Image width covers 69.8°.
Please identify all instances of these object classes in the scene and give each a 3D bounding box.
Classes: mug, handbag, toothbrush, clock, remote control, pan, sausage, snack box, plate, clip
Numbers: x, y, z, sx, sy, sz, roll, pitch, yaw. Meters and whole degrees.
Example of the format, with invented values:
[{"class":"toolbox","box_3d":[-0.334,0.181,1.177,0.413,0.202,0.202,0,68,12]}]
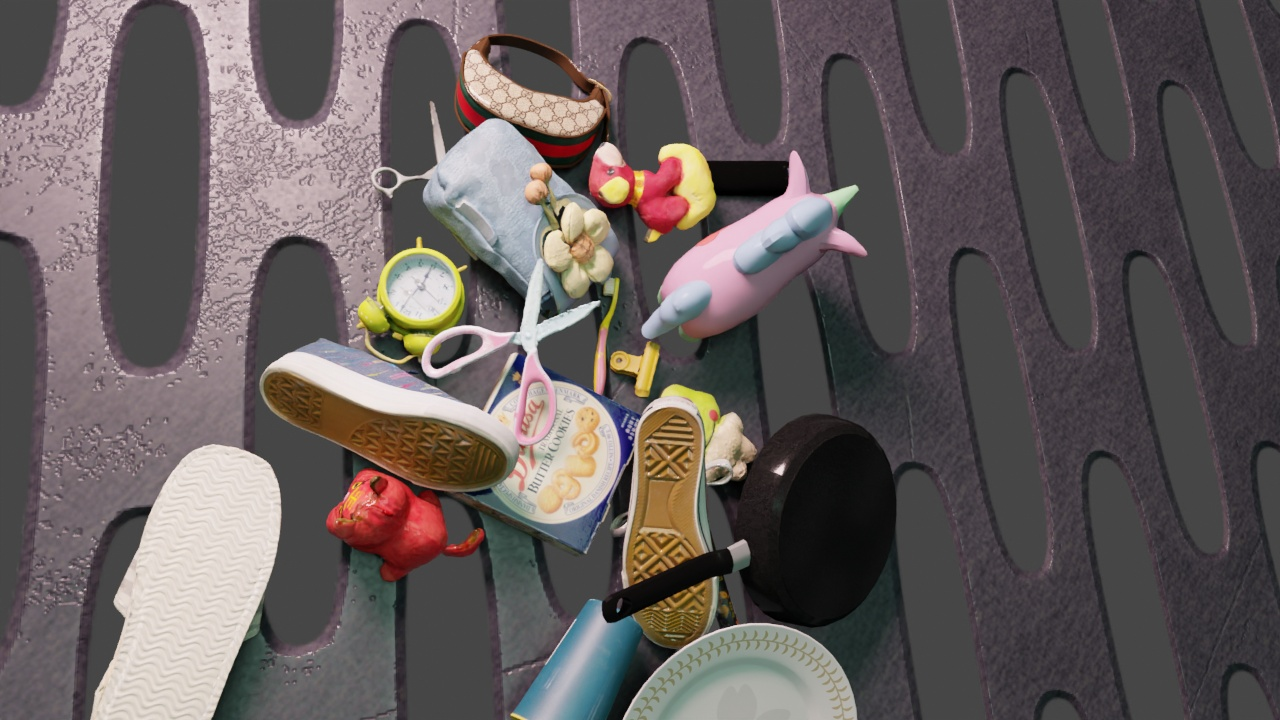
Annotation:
[{"class":"mug","box_3d":[-0.051,0.278,0.811,0.078,0.078,0.121,33,64,-5]},{"class":"handbag","box_3d":[-0.107,-0.140,0.883,0.192,0.119,0.121,47,67,-12]},{"class":"toothbrush","box_3d":[-0.037,-0.024,0.925,0.016,0.021,0.135,11,69,-9]},{"class":"clock","box_3d":[-0.213,-0.051,0.863,0.083,0.057,0.119,29,76,-7]},{"class":"remote control","box_3d":[0.099,-0.204,1.013,0.151,0.020,0.041,-3,76,-14]},{"class":"pan","box_3d":[0.117,0.168,0.830,0.354,0.044,0.204,-14,103,-38]},{"class":"sausage","box_3d":[0.071,0.206,0.892,0.020,0.020,0.155,-13,79,-19]},{"class":"snack box","box_3d":[-0.089,0.089,0.866,0.145,0.043,0.144,27,70,-8]},{"class":"plate","box_3d":[0.086,0.350,0.823,0.242,0.016,0.242,-3,98,-19]},{"class":"handbag","box_3d":[-0.107,-0.276,0.956,0.166,0.063,0.138,18,61,-12]},{"class":"clip","box_3d":[-0.004,0.005,0.922,0.048,0.045,0.054,27,69,-34]}]

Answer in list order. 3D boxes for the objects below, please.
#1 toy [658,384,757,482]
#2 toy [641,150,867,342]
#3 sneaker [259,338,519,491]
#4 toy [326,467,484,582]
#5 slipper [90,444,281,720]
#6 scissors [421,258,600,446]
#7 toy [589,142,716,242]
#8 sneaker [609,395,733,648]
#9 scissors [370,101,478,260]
[{"class":"toy","box_3d":[0.061,0.080,0.912,0.118,0.043,0.092,31,69,-8]},{"class":"toy","box_3d":[0.104,-0.094,0.902,0.221,0.171,0.120,-32,86,-21]},{"class":"sneaker","box_3d":[-0.212,0.044,0.815,0.235,0.088,0.079,19,35,6]},{"class":"toy","box_3d":[-0.202,0.146,0.791,0.133,0.094,0.088,23,70,-11]},{"class":"slipper","box_3d":[-0.369,0.204,0.748,0.114,0.054,0.272,14,67,-16]},{"class":"scissors","box_3d":[-0.122,-0.011,0.833,0.168,0.014,0.170,9,91,1]},{"class":"toy","box_3d":[0.013,-0.176,0.961,0.137,0.067,0.105,3,94,-17]},{"class":"sneaker","box_3d":[0.029,0.145,0.857,0.118,0.087,0.241,0,101,2]},{"class":"scissors","box_3d":[-0.196,-0.180,0.924,0.141,0.014,0.175,-21,85,-26]}]
